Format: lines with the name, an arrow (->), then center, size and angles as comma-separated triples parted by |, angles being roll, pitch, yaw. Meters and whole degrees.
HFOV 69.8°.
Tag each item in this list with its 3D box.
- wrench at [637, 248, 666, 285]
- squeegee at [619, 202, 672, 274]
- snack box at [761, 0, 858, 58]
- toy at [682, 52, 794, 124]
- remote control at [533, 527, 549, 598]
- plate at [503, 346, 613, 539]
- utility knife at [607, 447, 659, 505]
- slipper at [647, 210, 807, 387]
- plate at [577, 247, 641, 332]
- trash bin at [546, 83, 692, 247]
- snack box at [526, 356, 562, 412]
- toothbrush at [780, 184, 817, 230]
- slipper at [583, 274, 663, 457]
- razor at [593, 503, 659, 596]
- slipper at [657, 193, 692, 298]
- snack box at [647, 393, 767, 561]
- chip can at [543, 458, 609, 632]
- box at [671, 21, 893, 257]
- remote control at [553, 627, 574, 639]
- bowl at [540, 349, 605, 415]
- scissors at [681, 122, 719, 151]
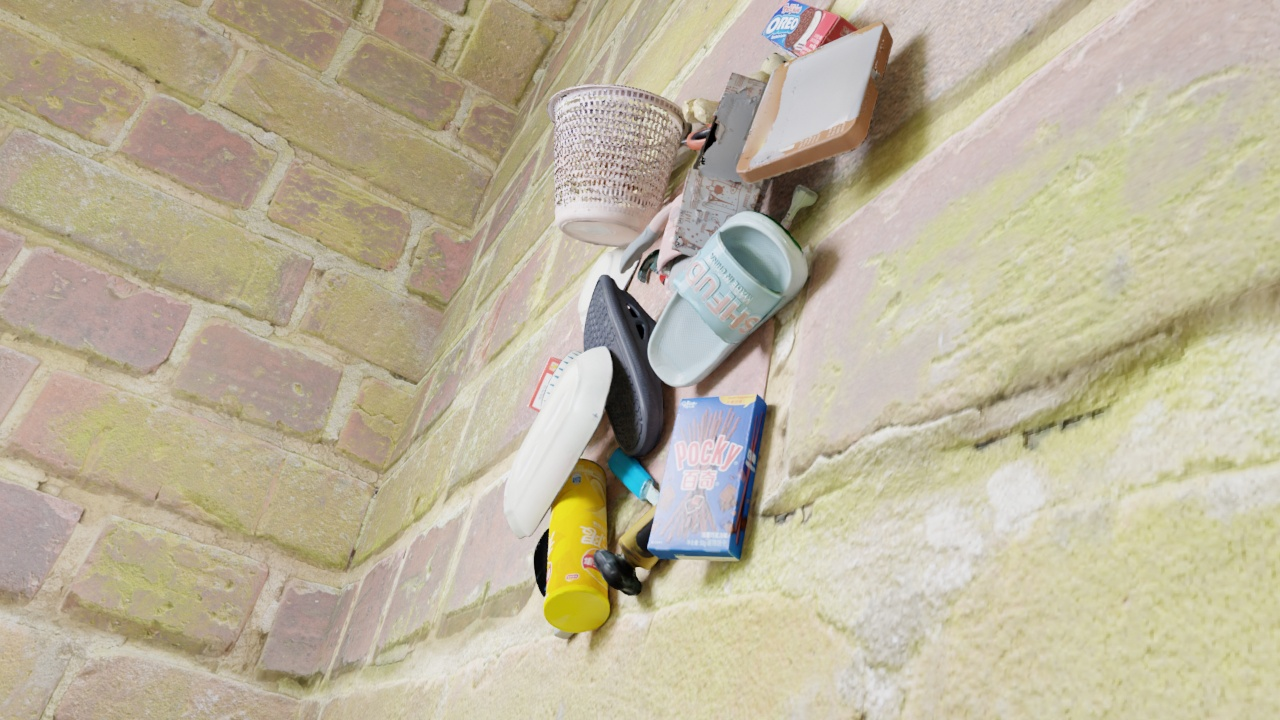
wrench -> 0.039, -0.106, 1.226 | 0.056, 0.016, 0.273 | -59, 20, 9
squeegee -> 0.033, -0.186, 1.266 | 0.250, 0.040, 0.247 | -35, 36, 46
snack box -> 0.201, -0.372, 1.061 | 0.057, 0.058, 0.207 | -56, 21, 19
toy -> 0.123, -0.316, 1.089 | 0.157, 0.066, 0.105 | -25, 18, -17
remote control -> -0.124, 0.263, 1.204 | 0.053, 0.024, 0.136 | -62, 19, 14
plate -> -0.110, 0.098, 1.130 | 0.266, 0.034, 0.161 | -59, 20, 25
utility knife -> -0.002, 0.138, 1.039 | 0.034, 0.018, 0.216 | -63, 18, 2
slipper -> 0.071, -0.055, 0.938 | 0.074, 0.104, 0.246 | -23, -21, -44
plate -> -0.061, -0.119, 1.483 | 0.163, 0.034, 0.164 | -65, 18, 0
trash bin -> -0.044, -0.285, 1.403 | 0.228, 0.227, 0.192 | 165, 114, -66
snack box -> -0.113, 0.040, 1.324 | 0.077, 0.027, 0.155 | -65, -13, 1
toothbrush -> 0.131, -0.097, 0.975 | 0.029, 0.020, 0.190 | 38, 106, 37
slipper -> -0.007, 0.007, 1.144 | 0.111, 0.083, 0.267 | 117, 146, -40
razor -> 0.016, 0.170, 0.910 | 0.168, 0.062, 0.067 | -50, -7, 25
slipper -> 0.083, -0.190, 1.117 | 0.114, 0.054, 0.273 | -13, 48, 47
snack box -> 0.063, 0.105, 0.845 | 0.085, 0.026, 0.156 | -6, 57, 33
chip can -> -0.072, 0.209, 1.064 | 0.072, 0.072, 0.213 | -55, 21, 29
box -> 0.131, -0.226, 0.941 | 0.275, 0.125, 0.178 | -38, 24, 53
remote control -> -0.082, 0.265, 1.098 | 0.056, 0.019, 0.135 | -54, 22, 29
bowl -> -0.082, 0.050, 1.254 | 0.116, 0.066, 0.117 | -59, -15, -28
scissors -> 0.125, -0.282, 1.125 | 0.197, 0.015, 0.205 | -21, 30, 19
